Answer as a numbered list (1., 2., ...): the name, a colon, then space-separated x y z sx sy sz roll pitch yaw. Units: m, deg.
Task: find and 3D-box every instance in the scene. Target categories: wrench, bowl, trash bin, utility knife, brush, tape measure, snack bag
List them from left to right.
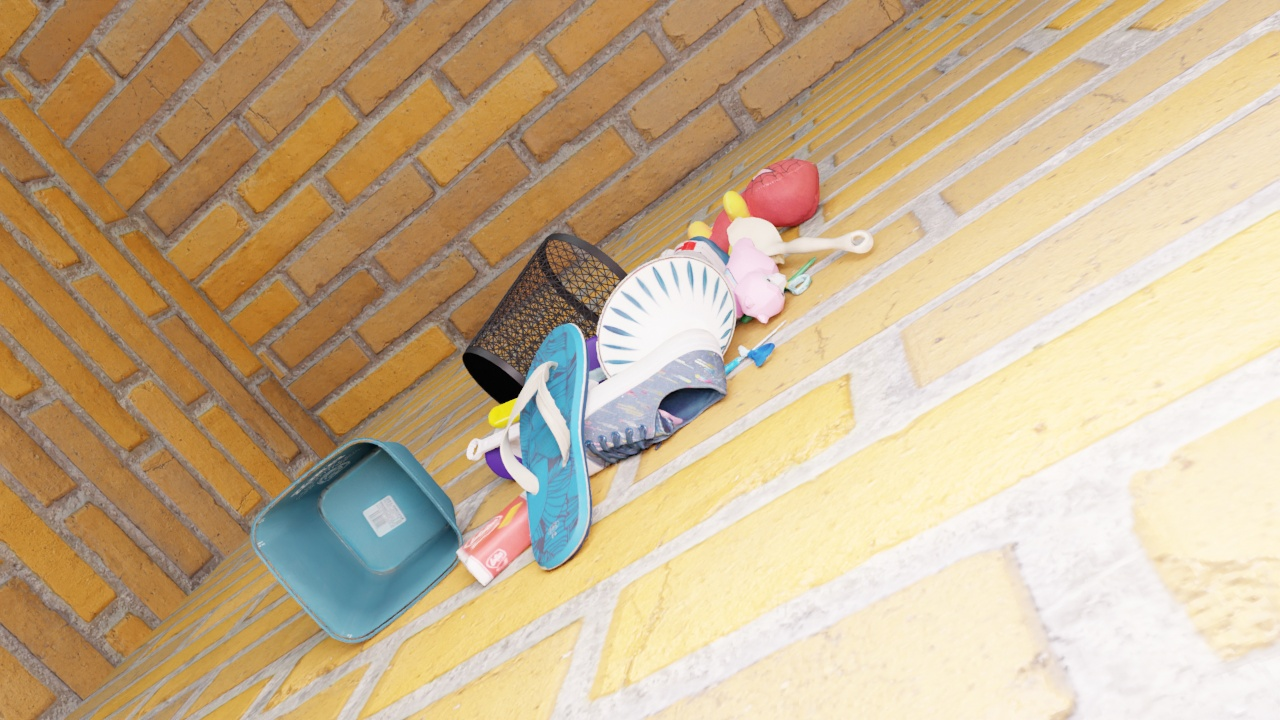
1. trash bin: -0.340 0.207 1.168 0.196 0.199 0.219 -39 5 -5
2. snack bag: -0.142 0.187 0.990 0.115 0.036 0.077 -42 13 -14
3. wrench: -0.138 0.081 1.145 0.274 0.009 0.047 -25 52 42
4. trash bin: -0.147 -0.044 1.489 0.242 0.217 0.217 -51 16 -23
5. utility knife: -0.113 0.044 1.167 0.204 0.020 0.028 -23 59 28
6. bowl: 0.041 -0.029 1.068 0.178 0.071 0.177 -12 64 26
7. tape measure: 0.064 -0.113 1.087 0.062 0.060 0.020 -17 42 48
8. brush: 0.194 -0.143 1.125 0.062 0.077 0.272 -62 25 -5

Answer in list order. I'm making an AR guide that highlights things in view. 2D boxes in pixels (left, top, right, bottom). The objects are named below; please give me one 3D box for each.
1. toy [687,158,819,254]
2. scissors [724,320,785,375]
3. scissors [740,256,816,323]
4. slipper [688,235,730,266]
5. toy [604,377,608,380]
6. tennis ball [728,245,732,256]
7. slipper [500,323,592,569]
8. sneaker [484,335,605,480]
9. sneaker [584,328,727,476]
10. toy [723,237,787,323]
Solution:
1. toy: 0.183 -0.225 1.399 0.217 0.099 0.147 -33 -4 26
2. scissors: 0.116 -0.004 0.995 0.127 0.014 0.134 -38 7 -15
3. scissors: 0.174 -0.088 1.130 0.125 0.011 0.131 -42 14 -10
4. slipper: 0.084 -0.126 1.323 0.059 0.104 0.214 1 10 -15
5. toy: -0.007 0.007 1.155 0.087 0.050 0.112 -8 -29 3
6. tennis ball: 0.156 -0.149 1.279 0.065 0.065 0.065 -37 12 9
7. slipper: -0.101 0.076 0.935 0.118 0.060 0.294 -46 35 33
8. sneaker: -0.112 0.057 1.264 0.244 0.092 0.111 -44 10 7
9. sneaker: -0.006 0.063 0.963 0.236 0.087 0.079 -39 43 19
10. toy: 0.121 -0.084 1.100 0.123 0.067 0.157 -39 22 23
